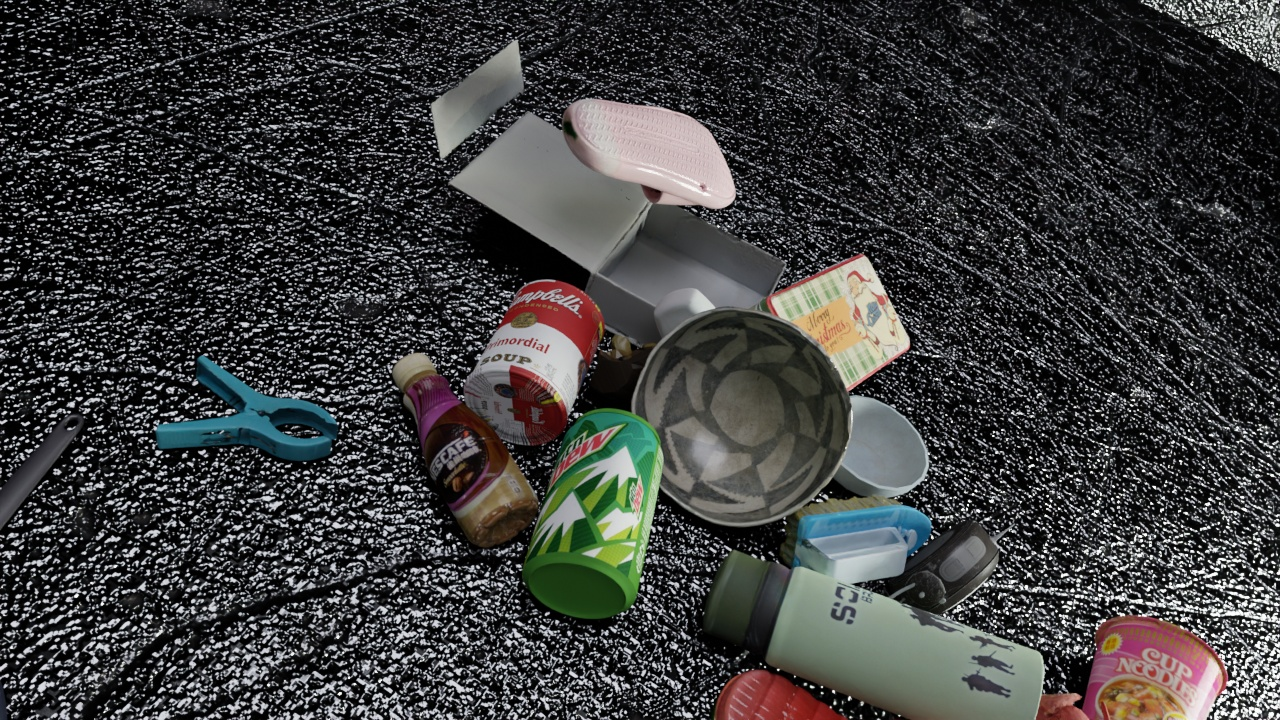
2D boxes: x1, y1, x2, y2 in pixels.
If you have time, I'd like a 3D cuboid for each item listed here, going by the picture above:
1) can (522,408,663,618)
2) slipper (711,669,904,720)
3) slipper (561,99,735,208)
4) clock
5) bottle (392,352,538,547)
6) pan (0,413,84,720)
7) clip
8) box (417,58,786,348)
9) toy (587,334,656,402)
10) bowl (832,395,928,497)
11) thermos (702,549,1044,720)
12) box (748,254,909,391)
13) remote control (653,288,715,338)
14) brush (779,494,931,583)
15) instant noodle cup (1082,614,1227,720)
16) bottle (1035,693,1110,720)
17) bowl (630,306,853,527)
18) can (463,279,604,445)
[{"bbox_3d":[-0.032,0.113,0.693,0.083,0.083,0.143,20,45,-5],"label":"can"},{"bbox_3d":[0.165,0.295,0.627,0.249,0.059,0.103,35,46,12],"label":"slipper"},{"bbox_3d":[0.014,-0.191,0.871,0.221,0.056,0.106,2,59,-45],"label":"slipper"},{"bbox_3d":[0.246,0.176,0.748,0.122,0.091,0.044,-33,76,-22],"label":"clock"},{"bbox_3d":[-0.142,0.063,0.709,0.059,0.060,0.166,-18,59,-34],"label":"bottle"},{"bbox_3d":[-0.433,0.158,0.529,0.198,0.021,0.355,20,44,-5],"label":"pan"},{"bbox_3d":[-0.290,0.051,0.683,0.119,0.027,0.102,14,48,-10],"label":"clip"},{"bbox_3d":[-0.033,-0.133,0.907,0.368,0.099,0.165,33,45,-1],"label":"box"},{"bbox_3d":[-0.005,0.005,0.823,0.100,0.076,0.062,-17,83,-61],"label":"toy"},{"bbox_3d":[0.208,0.086,0.849,0.106,0.039,0.106,12,46,-13],"label":"bowl"},{"bbox_3d":[0.160,0.207,0.667,0.231,0.082,0.082,17,43,13],"label":"thermos"},{"bbox_3d":[0.184,-0.027,0.893,0.205,0.051,0.117,-23,82,-46],"label":"box"},{"bbox_3d":[0.056,-0.013,0.824,0.114,0.060,0.028,55,33,-22],"label":"remote control"},{"bbox_3d":[0.188,0.149,0.755,0.135,0.055,0.075,-3,18,-25],"label":"brush"},{"bbox_3d":[0.395,0.275,0.723,0.098,0.098,0.108,37,53,12],"label":"instant noodle cup"},{"bbox_3d":[0.311,0.299,0.659,0.099,0.099,0.111,11,51,-13],"label":"bottle"},{"bbox_3d":[0.087,0.045,0.774,0.178,0.178,0.081,37,10,12],"label":"bowl"},{"bbox_3d":[-0.086,0.001,0.769,0.086,0.087,0.116,23,44,-2],"label":"can"}]
